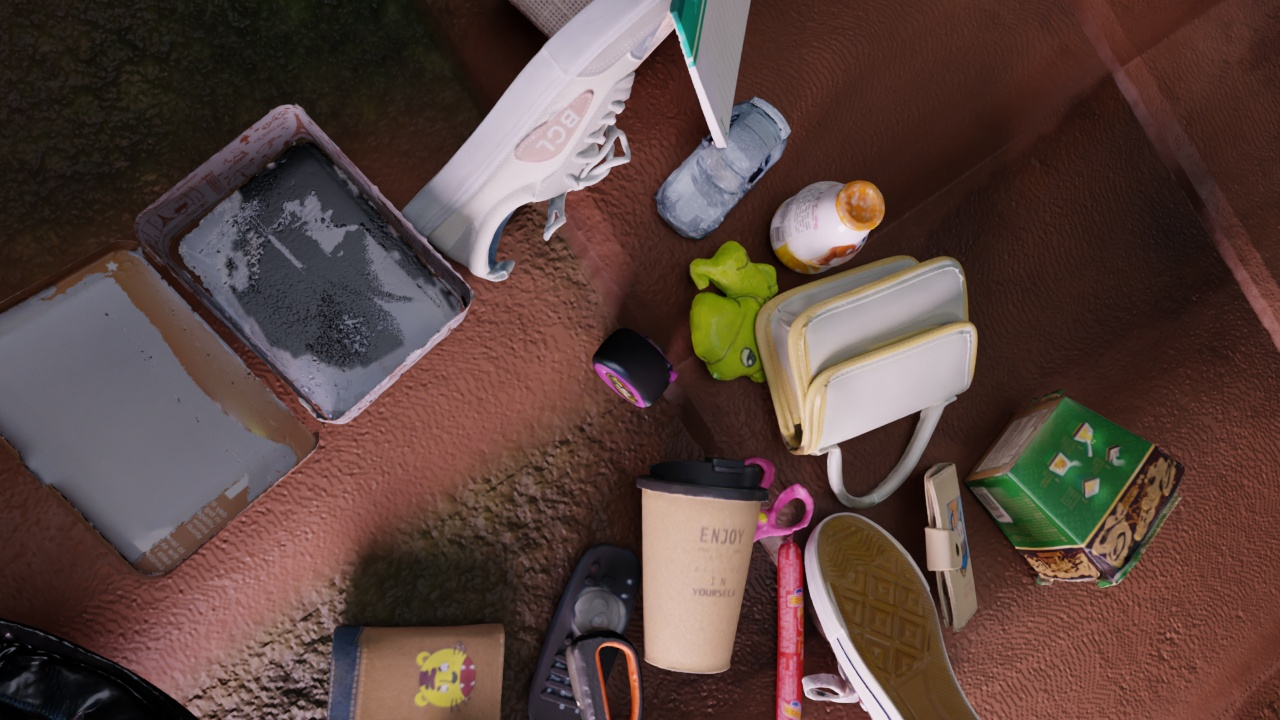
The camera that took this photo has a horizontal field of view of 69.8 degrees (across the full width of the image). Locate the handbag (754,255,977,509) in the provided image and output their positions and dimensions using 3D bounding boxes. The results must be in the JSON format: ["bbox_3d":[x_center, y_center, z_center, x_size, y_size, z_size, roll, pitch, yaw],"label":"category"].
[{"bbox_3d":[0.182,0.021,0.693,0.163,0.063,0.179,-19,104,-19],"label":"handbag"}]

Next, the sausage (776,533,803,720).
[{"bbox_3d":[0.112,0.208,0.687,0.020,0.020,0.155,2,85,-13],"label":"sausage"}]

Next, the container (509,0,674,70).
[{"bbox_3d":[-0.031,-0.261,0.646,0.090,0.089,0.111,-41,100,22],"label":"container"}]

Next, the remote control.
[{"bbox_3d":[-0.040,0.196,0.648,0.053,0.024,0.136,23,81,-11],"label":"remote control"}]

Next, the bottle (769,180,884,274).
[{"bbox_3d":[0.138,-0.101,0.673,0.063,0.108,0.063,1,85,-12],"label":"bottle"}]

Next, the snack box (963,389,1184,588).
[{"bbox_3d":[0.323,0.097,0.707,0.105,0.118,0.117,40,77,5],"label":"snack box"}]

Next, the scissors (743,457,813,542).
[{"bbox_3d":[0.063,0.130,0.685,0.137,0.017,0.073,-42,85,-8],"label":"scissors"}]

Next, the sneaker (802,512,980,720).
[{"bbox_3d":[0.181,0.232,0.669,0.118,0.088,0.241,-15,67,-26],"label":"sneaker"}]

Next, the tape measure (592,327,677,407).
[{"bbox_3d":[-0.004,0.004,0.657,0.057,0.058,0.039,42,77,-4],"label":"tape measure"}]

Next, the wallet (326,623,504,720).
[{"bbox_3d":[-0.150,0.223,0.618,0.115,0.033,0.090,3,84,-17],"label":"wallet"}]

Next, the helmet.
[{"bbox_3d":[-0.345,0.281,0.455,0.315,0.246,0.241,31,122,-3],"label":"helmet"}]

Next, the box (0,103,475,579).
[{"bbox_3d":[-0.255,-0.016,0.570,0.259,0.110,0.179,-44,96,-13],"label":"box"}]

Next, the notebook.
[{"bbox_3d":[0.056,-0.279,0.639,0.012,0.150,0.208,5,72,18],"label":"notebook"}]

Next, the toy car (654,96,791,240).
[{"bbox_3d":[0.063,-0.146,0.697,0.054,0.037,0.120,43,80,-7],"label":"toy car"}]

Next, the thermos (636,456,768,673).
[{"bbox_3d":[0.039,0.138,0.638,0.093,0.093,0.143,7,85,-13],"label":"thermos"}]

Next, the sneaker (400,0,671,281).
[{"bbox_3d":[-0.052,-0.147,0.604,0.090,0.089,0.243,42,112,-14],"label":"sneaker"}]

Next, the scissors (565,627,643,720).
[{"bbox_3d":[-0.036,0.292,0.620,0.234,0.022,0.221,9,86,-16],"label":"scissors"}]

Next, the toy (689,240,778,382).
[{"bbox_3d":[0.069,-0.034,0.690,0.096,0.031,0.100,33,76,-16],"label":"toy"}]

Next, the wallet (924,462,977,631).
[{"bbox_3d":[0.233,0.139,0.695,0.024,0.087,0.115,-8,87,25],"label":"wallet"}]
